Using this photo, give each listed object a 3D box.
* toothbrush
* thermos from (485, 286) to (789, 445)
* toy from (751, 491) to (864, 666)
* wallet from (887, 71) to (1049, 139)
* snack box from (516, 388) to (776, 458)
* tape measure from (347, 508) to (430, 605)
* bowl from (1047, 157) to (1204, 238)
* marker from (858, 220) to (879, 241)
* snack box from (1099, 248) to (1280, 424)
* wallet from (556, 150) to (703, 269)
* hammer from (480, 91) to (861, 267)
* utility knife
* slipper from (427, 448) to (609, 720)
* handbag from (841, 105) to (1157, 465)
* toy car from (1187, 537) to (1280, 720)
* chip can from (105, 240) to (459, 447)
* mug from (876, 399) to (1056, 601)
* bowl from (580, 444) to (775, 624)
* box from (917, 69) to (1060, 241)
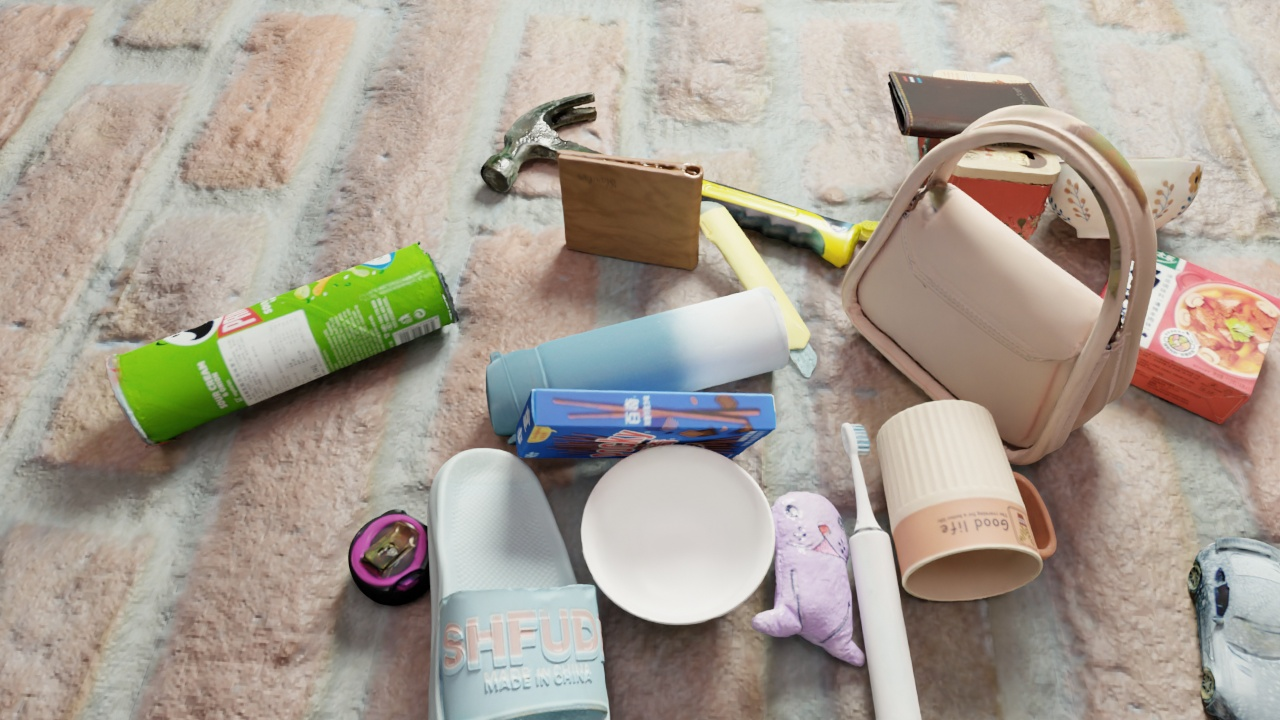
[{"bbox_3d":[0.148,0.140,0.578,0.026,0.027,0.220,8,59,-17],"label":"toothbrush"},{"bbox_3d":[-0.004,0.004,0.666,0.220,0.070,0.070,-15,56,-9],"label":"thermos"},{"bbox_3d":[0.105,0.132,0.584,0.083,0.039,0.107,23,54,-22],"label":"toy"},{"bbox_3d":[0.265,-0.202,0.734,0.122,0.020,0.096,4,43,1],"label":"wallet"},{"bbox_3d":[0.001,0.044,0.604,0.157,0.085,0.026,2,71,-14],"label":"snack box"},{"bbox_3d":[-0.160,0.128,0.596,0.057,0.039,0.057,29,61,19],"label":"tape measure"},{"bbox_3d":[0.384,-0.128,0.737,0.113,0.113,0.062,2,96,2],"label":"bowl"},{"bbox_3d":[0.243,-0.106,0.766,0.124,0.015,0.018,2,54,1],"label":"marker"},{"bbox_3d":[0.408,-0.032,0.693,0.113,0.044,0.126,28,60,19],"label":"snack box"},{"bbox_3d":[-0.008,-0.119,0.728,0.115,0.101,0.020,8,53,8],"label":"wallet"},{"bbox_3d":[0.031,-0.153,0.792,0.323,0.032,0.125,21,59,15],"label":"hammer"},{"bbox_3d":[0.091,-0.062,0.721,0.031,0.019,0.173,-27,66,-12],"label":"utility knife"},{"bbox_3d":[-0.072,0.144,0.540,0.104,0.074,0.245,8,42,-27],"label":"slipper"},{"bbox_3d":[0.240,-0.059,0.599,0.093,0.235,0.193,-35,62,-19],"label":"handbag"},{"bbox_3d":[0.374,0.168,0.562,0.054,0.037,0.120,11,59,8],"label":"toy car"},{"bbox_3d":[-0.257,-0.015,0.679,0.235,0.072,0.072,-24,58,-15],"label":"chip can"},{"bbox_3d":[0.215,0.093,0.595,0.114,0.082,0.105,11,52,-17],"label":"mug"},{"bbox_3d":[0.023,0.120,0.583,0.118,0.065,0.118,-1,55,1],"label":"bowl"},{"bbox_3d":[0.286,-0.169,0.770,0.091,0.079,0.167,7,44,5],"label":"box"}]
